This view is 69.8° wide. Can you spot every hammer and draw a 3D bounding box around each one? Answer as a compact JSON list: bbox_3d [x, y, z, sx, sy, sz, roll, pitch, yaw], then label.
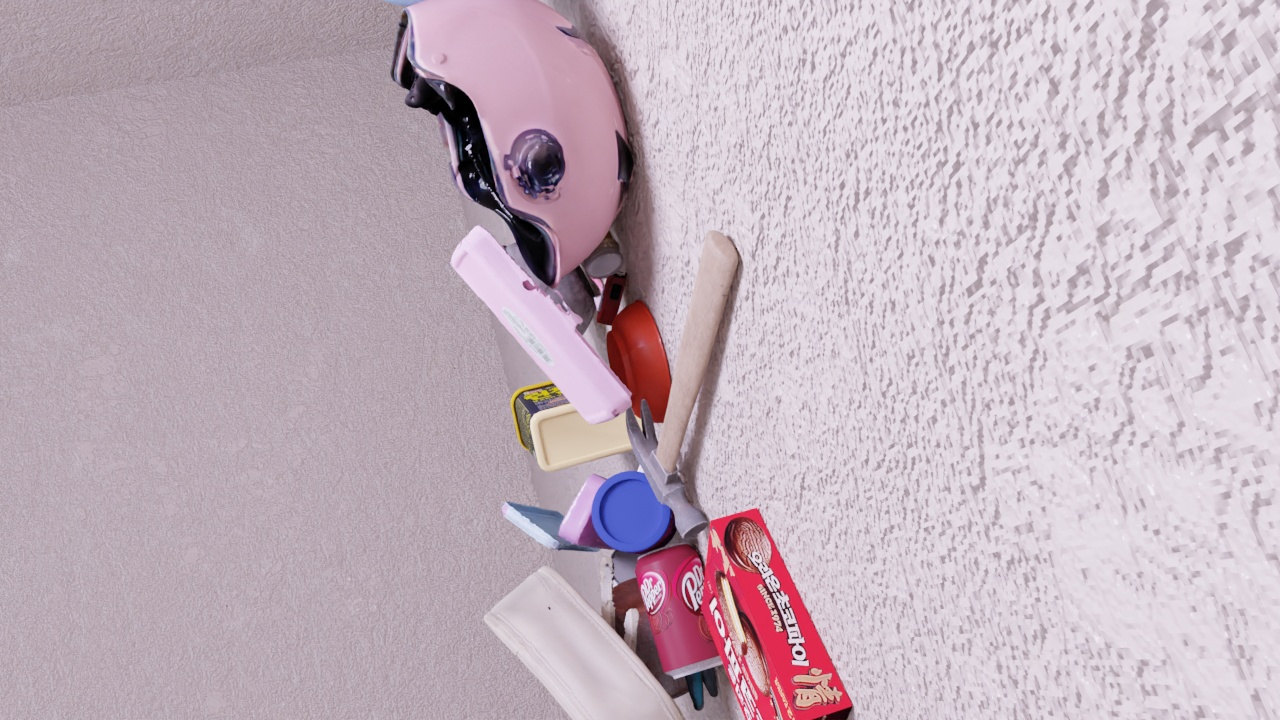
[{"bbox_3d":[0.033,0.022,0.712,0.119,0.030,0.332,57,159,27],"label":"hammer"}]

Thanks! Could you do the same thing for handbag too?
[{"bbox_3d":[-0.030,0.307,0.910,0.229,0.131,0.184,30,152,50],"label":"handbag"}]

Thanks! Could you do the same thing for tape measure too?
[{"bbox_3d":[-0.030,-0.062,0.910,0.059,0.019,0.051,154,129,-78],"label":"tape measure"}]

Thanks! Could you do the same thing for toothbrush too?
[{"bbox_3d":[-0.058,-0.110,1.039,0.022,0.016,0.135,96,157,-60],"label":"toothbrush"}]

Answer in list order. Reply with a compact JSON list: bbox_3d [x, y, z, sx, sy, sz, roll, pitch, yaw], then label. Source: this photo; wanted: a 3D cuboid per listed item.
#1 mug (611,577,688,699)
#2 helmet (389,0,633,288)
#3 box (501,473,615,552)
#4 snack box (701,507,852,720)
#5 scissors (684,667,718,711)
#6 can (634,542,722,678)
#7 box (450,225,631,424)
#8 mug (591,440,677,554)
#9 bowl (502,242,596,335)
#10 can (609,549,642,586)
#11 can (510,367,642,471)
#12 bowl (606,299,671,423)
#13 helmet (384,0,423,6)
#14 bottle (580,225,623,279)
[{"bbox_3d":[-0.002,0.295,0.986,0.096,0.123,0.110,-21,-75,-65],"label":"mug"},{"bbox_3d":[-0.096,-0.196,0.784,0.255,0.152,0.230,61,167,-12],"label":"helmet"},{"bbox_3d":[-0.072,0.161,1.007,0.089,0.092,0.214,-62,-15,-6],"label":"box"},{"bbox_3d":[0.090,0.208,0.659,0.133,0.035,0.152,90,162,-48],"label":"snack box"},{"bbox_3d":[0.050,0.276,0.910,0.120,0.019,0.150,-75,-36,-60],"label":"scissors"},{"bbox_3d":[0.038,0.234,0.859,0.063,0.063,0.114,107,147,-68],"label":"can"},{"bbox_3d":[-0.091,-0.028,0.824,0.201,0.059,0.156,50,171,-7],"label":"box"},{"bbox_3d":[0.002,0.130,0.887,0.076,0.075,0.111,57,-132,-74],"label":"mug"},{"bbox_3d":[-0.098,-0.084,1.070,0.145,0.067,0.145,62,-175,-10],"label":"bowl"},{"bbox_3d":[-0.006,0.275,1.087,0.132,0.070,0.070,91,162,-49],"label":"can"},{"bbox_3d":[-0.063,0.062,0.978,0.101,0.130,0.072,-147,45,-70],"label":"can"},{"bbox_3d":[-0.005,0.005,0.875,0.122,0.035,0.122,166,91,-78],"label":"bowl"},{"bbox_3d":[-0.171,-0.383,0.749,0.266,0.224,0.167,-15,95,53],"label":"helmet"},{"bbox_3d":[-0.062,-0.164,0.910,0.053,0.053,0.186,96,157,-58],"label":"bottle"}]
